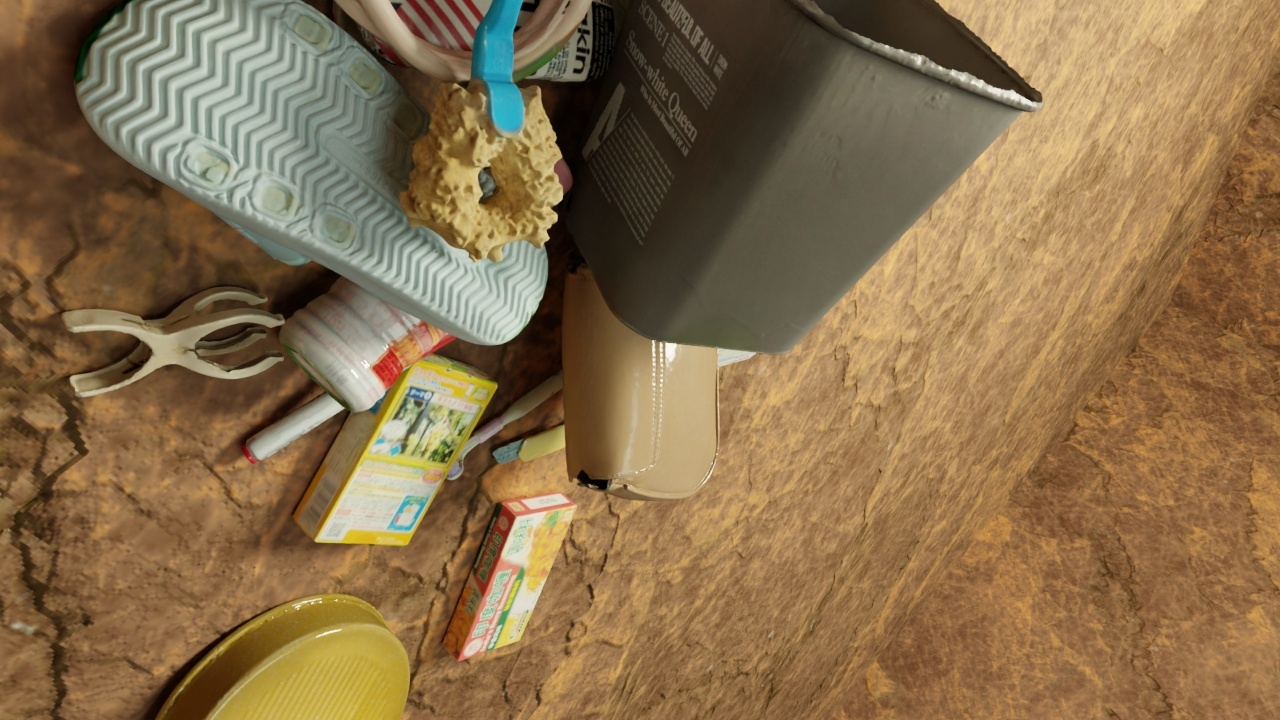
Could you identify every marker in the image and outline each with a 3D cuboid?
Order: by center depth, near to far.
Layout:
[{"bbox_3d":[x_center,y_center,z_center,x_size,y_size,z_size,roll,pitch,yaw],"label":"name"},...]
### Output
[{"bbox_3d":[-0.176,0.017,0.562,0.145,0.017,0.017,-34,144,-12],"label":"marker"}]

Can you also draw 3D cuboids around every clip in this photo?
[{"bbox_3d":[-0.234,-0.020,0.464,0.103,0.034,0.077,0,122,-44],"label":"clip"}]

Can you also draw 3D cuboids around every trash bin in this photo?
[{"bbox_3d":[0.071,-0.136,0.559,0.198,0.199,0.220,6,133,-35],"label":"trash bin"}]

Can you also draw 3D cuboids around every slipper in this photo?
[{"bbox_3d":[-0.147,-0.088,0.458,0.245,0.074,0.104,36,71,-39],"label":"slipper"}]

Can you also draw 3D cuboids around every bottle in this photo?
[{"bbox_3d":[-0.120,-0.058,0.549,0.196,0.068,0.068,-47,148,-19],"label":"bottle"}]

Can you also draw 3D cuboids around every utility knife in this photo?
[{"bbox_3d":[-0.055,0.059,0.786,0.176,0.019,0.031,-23,132,-46],"label":"utility knife"}]

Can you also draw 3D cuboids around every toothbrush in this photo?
[{"bbox_3d":[-0.083,0.030,0.722,0.189,0.029,0.020,-36,-174,-30],"label":"toothbrush"}]

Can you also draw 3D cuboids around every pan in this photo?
[{"bbox_3d":[-0.310,0.329,0.673,0.357,0.078,0.197,-60,146,-5],"label":"pan"}]

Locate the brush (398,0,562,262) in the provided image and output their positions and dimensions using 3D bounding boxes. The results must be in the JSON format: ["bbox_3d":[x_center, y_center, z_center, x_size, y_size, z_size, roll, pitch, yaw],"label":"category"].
[{"bbox_3d":[-0.054,-0.156,0.399,0.083,0.046,0.255,-7,126,-36],"label":"brush"}]

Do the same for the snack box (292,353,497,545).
[{"bbox_3d":[-0.165,0.061,0.628,0.140,0.034,0.086,-58,148,7],"label":"snack box"}]

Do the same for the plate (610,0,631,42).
[{"bbox_3d":[0.035,-0.302,0.561,0.229,0.027,0.231,-33,141,-32],"label":"plate"}]

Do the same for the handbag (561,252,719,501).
[{"bbox_3d":[-0.004,0.004,0.694,0.147,0.100,0.204,-3,94,-55],"label":"handbag"}]

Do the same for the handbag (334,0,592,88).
[{"bbox_3d":[-0.077,-0.236,0.392,0.192,0.093,0.235,-30,135,-32],"label":"handbag"}]

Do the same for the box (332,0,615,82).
[{"bbox_3d":[-0.089,-0.188,0.495,0.163,0.076,0.075,-13,111,-40],"label":"box"}]

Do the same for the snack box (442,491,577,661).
[{"bbox_3d":[-0.117,0.191,0.818,0.076,0.027,0.156,-1,120,-52],"label":"snack box"}]

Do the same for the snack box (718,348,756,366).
[{"bbox_3d":[0.087,-0.028,0.791,0.084,0.027,0.157,-14,167,-22],"label":"snack box"}]
